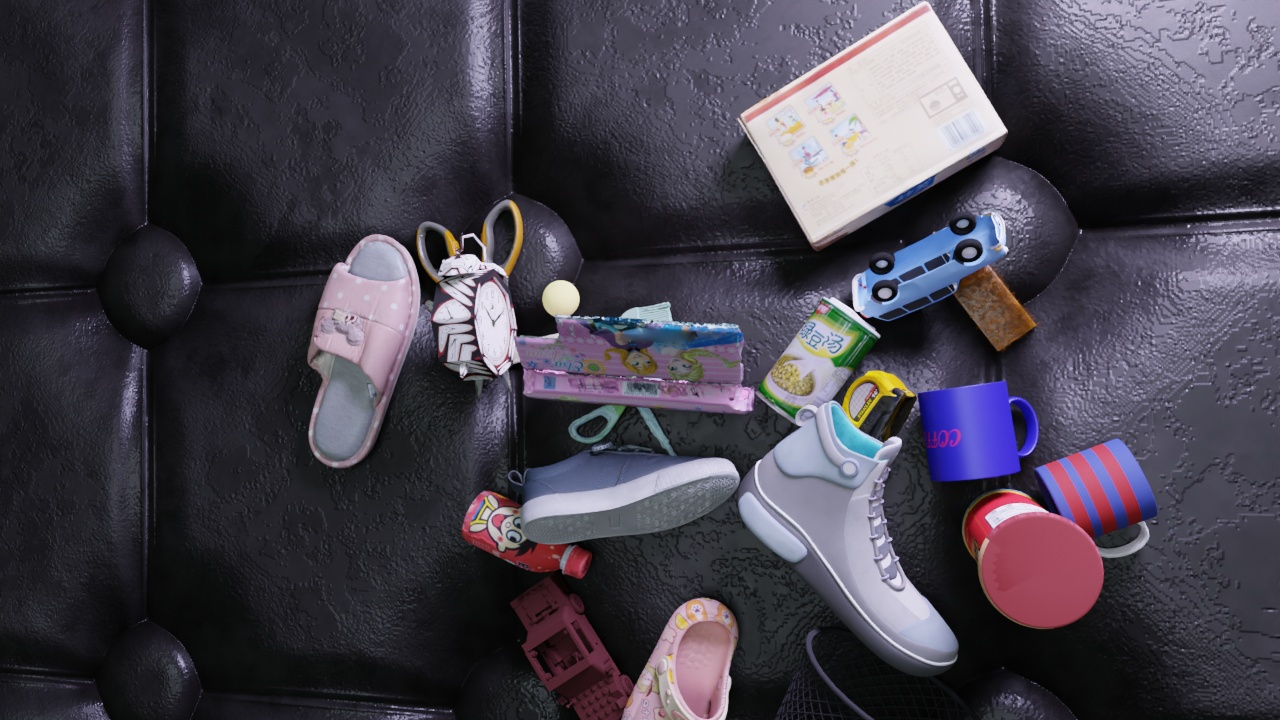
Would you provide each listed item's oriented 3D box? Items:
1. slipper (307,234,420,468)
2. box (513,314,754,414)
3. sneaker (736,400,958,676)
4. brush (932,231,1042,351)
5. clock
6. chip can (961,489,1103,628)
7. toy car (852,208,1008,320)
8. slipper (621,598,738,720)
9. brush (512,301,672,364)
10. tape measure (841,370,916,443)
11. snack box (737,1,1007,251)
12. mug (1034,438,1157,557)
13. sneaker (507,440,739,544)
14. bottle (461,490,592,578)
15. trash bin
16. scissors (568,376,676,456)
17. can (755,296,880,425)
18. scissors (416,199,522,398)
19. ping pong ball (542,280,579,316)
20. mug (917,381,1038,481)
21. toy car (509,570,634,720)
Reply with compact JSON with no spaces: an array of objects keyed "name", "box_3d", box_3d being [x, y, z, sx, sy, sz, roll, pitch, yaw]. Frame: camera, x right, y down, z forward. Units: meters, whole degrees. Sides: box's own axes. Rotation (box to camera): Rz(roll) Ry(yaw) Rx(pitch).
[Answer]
[{"name":"slipper","box_3d":[-0.325,-0.010,1.050,0.114,0.054,0.274,13,92,15]},{"name":"box","box_3d":[-0.007,0.016,0.901,0.231,0.161,0.061,4,66,12]},{"name":"sneaker","box_3d":[0.222,0.160,0.853,0.256,0.092,0.161,42,119,13]},{"name":"brush","box_3d":[0.327,-0.072,0.890,0.048,0.017,0.126,-37,79,11]},{"name":"clock","box_3d":[-0.181,-0.056,0.962,0.065,0.114,0.154,-4,85,14]},{"name":"chip can","box_3d":[0.325,0.160,0.782,0.087,0.213,0.087,-1,88,15]},{"name":"toy car","box_3d":[0.274,-0.087,0.868,0.154,0.056,0.055,-27,124,31]},{"name":"slipper","box_3d":[0.044,0.337,0.912,0.093,0.081,0.197,19,89,-16]},{"name":"brush","box_3d":[-0.066,-0.025,0.991,0.218,0.012,0.033,-13,82,21]},{"name":"tape measure","box_3d":[0.231,0.043,0.893,0.064,0.037,0.066,47,121,49]},{"name":"snack box","box_3d":[0.224,-0.226,0.904,0.208,0.055,0.153,-30,81,13]},{"name":"mug","box_3d":[0.419,0.135,0.837,0.076,0.074,0.112,-24,109,13]},{"name":"sneaker","box_3d":[-0.018,0.125,0.948,0.235,0.089,0.087,-10,52,-1]},{"name":"bottle","box_3d":[-0.118,0.192,0.983,0.137,0.062,0.062,21,94,15]},{"name":"trash bin","box_3d":[0.186,0.388,0.839,0.184,0.183,0.210,29,101,14]},{"name":"scissors","box_3d":[-0.007,0.033,0.984,0.173,0.021,0.171,-30,78,8]},{"name":"can","box_3d":[0.174,0.002,0.905,0.067,0.067,0.121,37,98,13]},{"name":"scissors","box_3d":[-0.171,-0.075,1.027,0.175,0.016,0.225,-28,80,13]},{"name":"ping pong ball","box_3d":[-0.086,-0.066,0.993,0.040,0.040,0.040,-1,88,15]},{"name":"mug","box_3d":[0.322,0.064,0.863,0.111,0.079,0.083,-7,86,-13]},{"name":"toy car","box_3d":[-0.072,0.312,0.965,0.070,0.061,0.170,-36,80,12]}]
